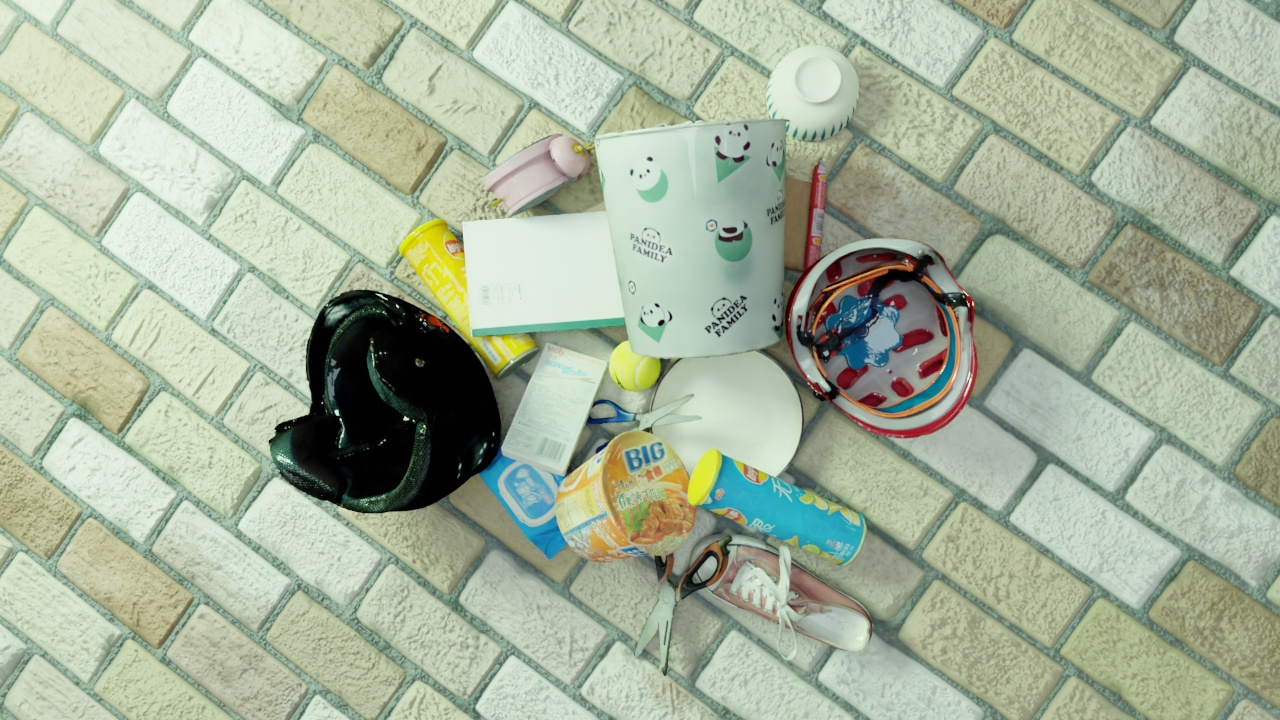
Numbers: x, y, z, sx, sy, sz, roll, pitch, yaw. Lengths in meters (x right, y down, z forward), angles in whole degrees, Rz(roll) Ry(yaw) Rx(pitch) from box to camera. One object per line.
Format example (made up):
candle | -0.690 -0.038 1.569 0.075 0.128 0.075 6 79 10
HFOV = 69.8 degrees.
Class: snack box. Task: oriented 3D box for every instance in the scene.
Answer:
snack box | -0.107 0.060 1.155 0.085 0.027 0.156 18 66 6

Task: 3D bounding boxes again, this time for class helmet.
helmet | 0.278 -0.032 1.094 0.207 0.144 0.240 -32 101 2
helmet | -0.295 0.051 1.106 0.234 0.229 0.274 -37 63 26

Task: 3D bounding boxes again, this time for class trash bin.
trash bin | 0.066 -0.143 1.067 0.230 0.229 0.252 -4 101 5

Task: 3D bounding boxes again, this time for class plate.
plate | 0.108 0.074 1.156 0.192 0.039 0.192 0 89 6

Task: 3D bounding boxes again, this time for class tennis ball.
tennis ball | -0.007 0.007 1.156 0.065 0.065 0.065 0 88 6

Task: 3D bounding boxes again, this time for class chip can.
chip can | -0.219 -0.078 1.175 0.072 0.072 0.213 -38 85 3
chip can | 0.164 0.178 1.100 0.210 0.071 0.071 24 91 -13

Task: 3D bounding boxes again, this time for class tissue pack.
tissue pack | -0.132 0.168 1.170 0.095 0.052 0.157 -38 85 4

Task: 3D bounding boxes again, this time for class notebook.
notebook | -0.113 -0.110 1.149 0.209 0.012 0.150 -5 83 -6

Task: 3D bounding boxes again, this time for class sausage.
sausage | 0.219 -0.177 1.144 0.020 0.020 0.155 6 85 6

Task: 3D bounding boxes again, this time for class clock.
clock | -0.119 -0.239 1.150 0.158 0.117 0.060 -31 96 6

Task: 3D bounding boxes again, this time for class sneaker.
sneaker | 0.170 0.286 1.117 0.241 0.088 0.118 26 91 11

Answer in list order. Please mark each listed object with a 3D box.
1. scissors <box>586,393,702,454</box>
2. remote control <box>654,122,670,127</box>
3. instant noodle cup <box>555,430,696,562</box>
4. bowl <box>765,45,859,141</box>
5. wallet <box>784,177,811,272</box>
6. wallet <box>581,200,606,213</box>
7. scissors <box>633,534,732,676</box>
scissors | -0.004 0.070 1.146 0.144 0.012 0.170 45 117 20
remote control | 0.042 -0.237 1.180 0.056 0.020 0.136 -26 86 4
instant noodle cup | -0.023 0.173 1.106 0.112 0.151 0.151 -30 85 42
bowl | 0.216 -0.339 1.142 0.116 0.066 0.116 0 88 5
wallet | 0.173 -0.176 1.167 0.101 0.020 0.115 12 88 5
wallet | -0.035 -0.147 1.185 0.087 0.024 0.115 -28 85 9
scissors | 0.043 0.278 1.145 0.225 0.015 0.189 -39 60 31
